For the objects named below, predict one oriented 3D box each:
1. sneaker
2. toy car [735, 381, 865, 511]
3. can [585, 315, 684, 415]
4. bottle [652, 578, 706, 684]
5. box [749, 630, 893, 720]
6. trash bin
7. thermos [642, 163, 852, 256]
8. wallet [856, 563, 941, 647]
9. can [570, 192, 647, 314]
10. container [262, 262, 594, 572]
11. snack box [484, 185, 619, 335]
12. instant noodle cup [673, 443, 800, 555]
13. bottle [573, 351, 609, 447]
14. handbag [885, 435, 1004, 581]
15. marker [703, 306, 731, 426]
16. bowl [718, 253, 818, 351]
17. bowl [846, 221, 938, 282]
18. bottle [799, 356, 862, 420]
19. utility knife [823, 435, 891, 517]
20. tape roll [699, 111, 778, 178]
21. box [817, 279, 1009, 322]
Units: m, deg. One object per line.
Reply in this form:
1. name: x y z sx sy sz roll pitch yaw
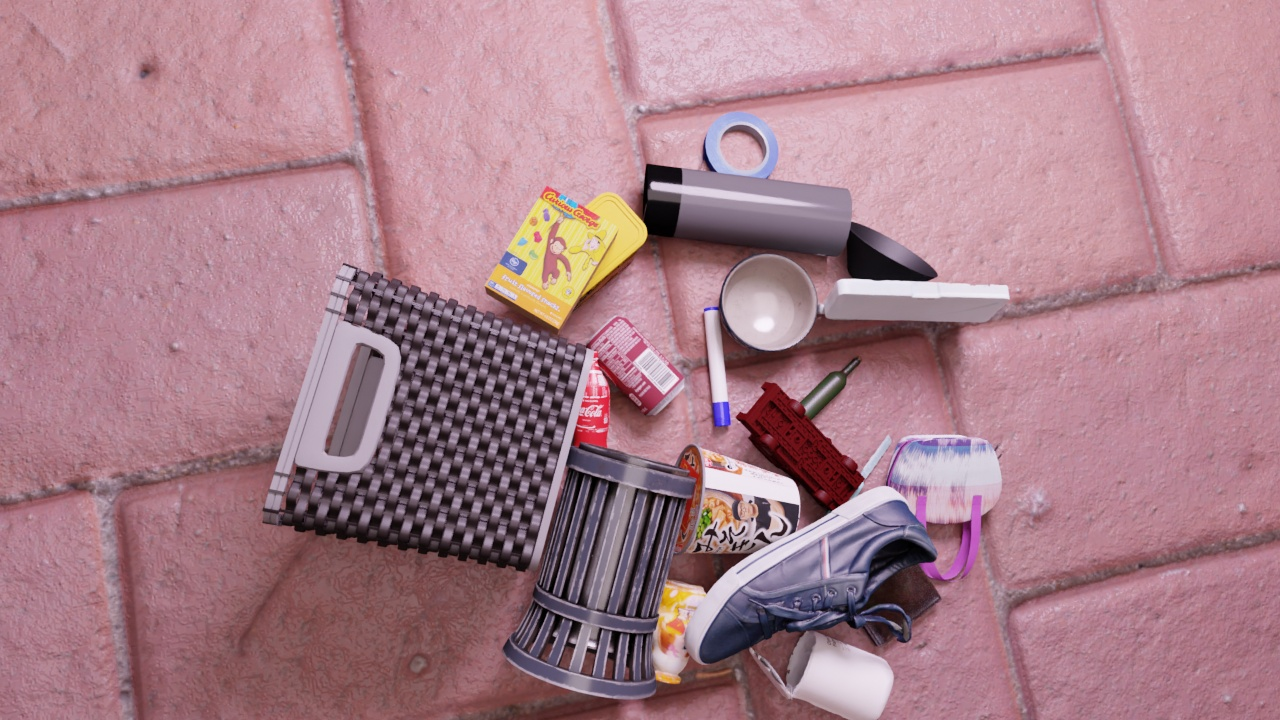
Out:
1. sneaker: 0.191 0.259 0.981 0.294 0.121 0.127 -29 41 -6
2. toy car: 0.180 0.100 1.063 0.170 0.062 0.070 45 79 -20
3. can: -0.006 0.006 1.058 0.063 0.063 0.114 -44 89 -10
4. bottle: 0.038 0.302 1.022 0.063 0.063 0.108 13 81 -4
5. box: 0.195 0.350 1.026 0.161 0.081 0.092 25 92 -1
6. trash bin: -0.035 0.211 0.963 0.164 0.164 0.227 15 86 -4
7. thermos: 0.121 -0.177 1.089 0.240 0.082 0.082 6 81 -5
8. wallet: 0.280 0.259 1.074 0.099 0.031 0.120 -36 90 -7
9. can: -0.063 -0.117 1.050 0.130 0.101 0.072 -41 88 -10
10. container: -0.203 0.072 0.940 0.243 0.246 0.247 16 80 -7
11. snack box: -0.093 -0.105 0.972 0.088 0.040 0.125 30 80 -1
12. instant noodle cup: 0.105 0.165 1.028 0.121 0.124 0.123 12 81 -14
13. bottle: -0.056 0.060 1.040 0.042 0.042 0.141 1 101 -6
14. handbag: 0.360 0.174 1.081 0.144 0.068 0.170 0 88 -6
15. marker: 0.092 0.007 1.092 0.020 0.020 0.141 -4 82 -7
16. bowl: 0.145 -0.063 1.087 0.115 0.059 0.115 1 82 -6
17. bowl: 0.287 -0.112 1.101 0.124 0.123 0.053 28 113 -2
18. bottle: 0.227 0.032 1.100 0.106 0.025 0.025 -43 88 -10
19. utility knife: 0.250 0.156 1.092 0.022 0.015 0.168 42 77 -13
20. tape roll: 0.124 -0.260 1.134 0.093 0.016 0.091 16 80 -4
21. box: 0.306 -0.061 1.065 0.197 0.136 0.043 2 79 -6
